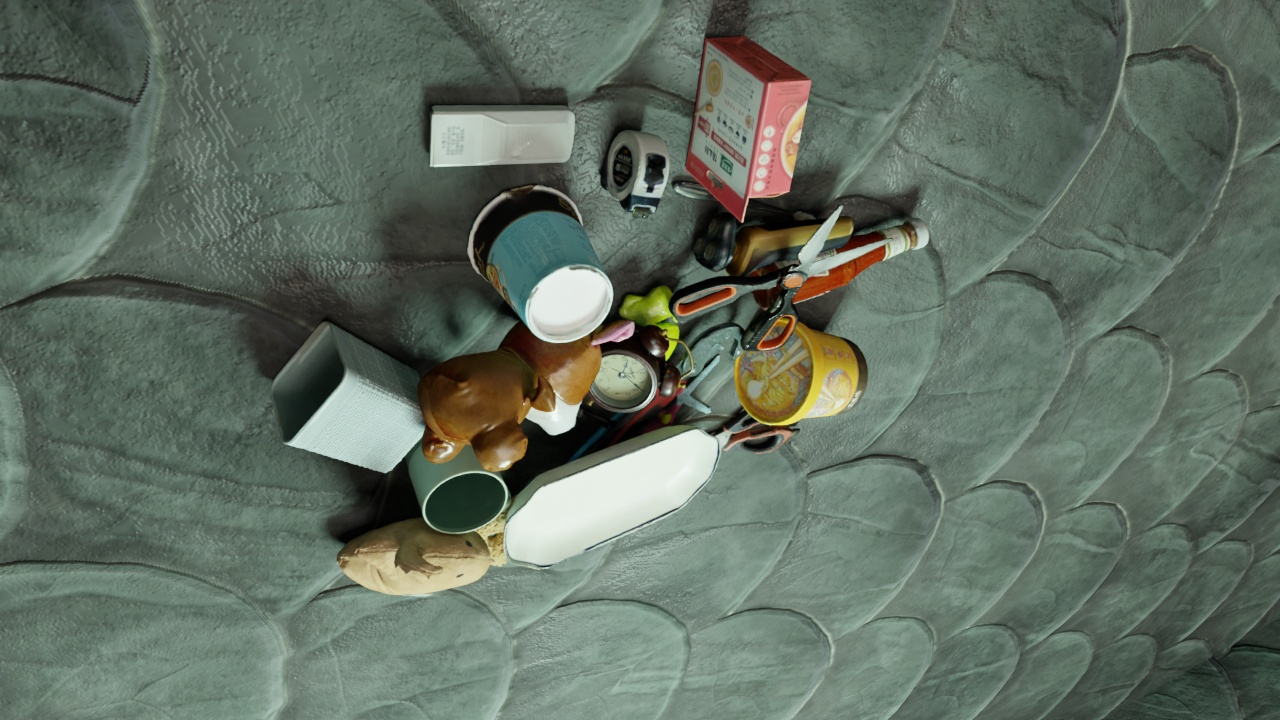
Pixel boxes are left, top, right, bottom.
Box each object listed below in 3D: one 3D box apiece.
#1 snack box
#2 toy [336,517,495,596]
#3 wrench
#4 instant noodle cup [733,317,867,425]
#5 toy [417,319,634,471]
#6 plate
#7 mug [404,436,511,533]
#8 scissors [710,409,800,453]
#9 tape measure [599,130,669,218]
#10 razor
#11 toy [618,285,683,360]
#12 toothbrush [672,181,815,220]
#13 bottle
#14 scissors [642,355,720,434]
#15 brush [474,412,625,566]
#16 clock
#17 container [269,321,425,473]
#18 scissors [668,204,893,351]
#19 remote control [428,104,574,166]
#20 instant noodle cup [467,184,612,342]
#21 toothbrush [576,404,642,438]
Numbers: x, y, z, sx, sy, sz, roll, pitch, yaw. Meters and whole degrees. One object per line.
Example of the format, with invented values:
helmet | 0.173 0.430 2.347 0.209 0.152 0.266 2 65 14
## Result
snack box | 0.091 -0.204 0.807 0.044 0.113 0.127 -11 130 -23
toy | -0.217 0.197 0.924 0.143 0.082 0.227 -1 167 -29
wrench | 0.008 0.054 1.000 0.273 0.016 0.056 -42 129 1
instant noodle cup | 0.186 0.014 1.040 0.114 0.118 0.119 4 124 -41
toy | -0.102 0.023 0.838 0.199 0.140 0.130 -45 124 -38
plate | -0.033 0.142 1.004 0.265 0.034 0.162 -20 142 -21
mug | -0.178 0.112 0.920 0.082 0.106 0.111 -47 132 11
scissors | 0.106 0.104 1.132 0.198 0.015 0.205 27 110 -41
tape measure | -0.003 -0.170 0.816 0.033 0.065 0.066 -1 128 -33
razor | 0.138 -0.124 0.928 0.167 0.062 0.068 -11 112 -16
toy | 0.008 -0.028 0.960 0.096 0.031 0.100 -17 127 -1
toothbrush | 0.108 -0.157 0.924 0.180 0.018 0.016 7 125 -31
bottle | 0.217 -0.110 0.991 0.205 0.059 0.060 -20 132 -14
scissors | 0.043 0.042 1.044 0.133 0.017 0.134 -48 139 3
brush | -0.101 0.140 1.037 0.254 0.046 0.083 -42 123 1
clock | -0.006 0.005 0.927 0.122 0.055 0.082 -12 118 15
container | -0.257 0.038 0.834 0.090 0.090 0.111 -46 137 12
scissors | 0.136 -0.073 0.912 0.221 0.021 0.228 -10 147 5
remote control | -0.115 -0.188 0.770 0.124 0.024 0.049 -7 128 -23
instant noodle cup | -0.083 -0.080 0.808 0.111 0.120 0.111 -15 131 -18
toothbrush | -0.018 0.079 1.019 0.189 0.017 0.014 27 101 -34
